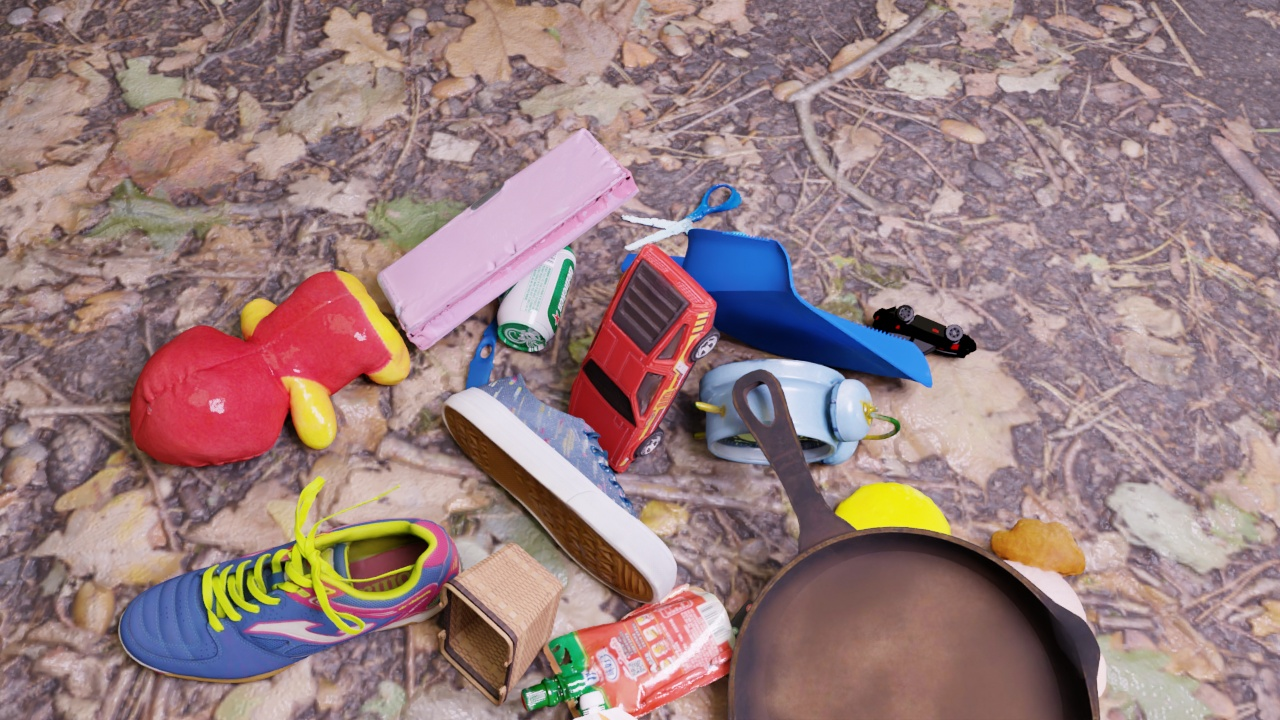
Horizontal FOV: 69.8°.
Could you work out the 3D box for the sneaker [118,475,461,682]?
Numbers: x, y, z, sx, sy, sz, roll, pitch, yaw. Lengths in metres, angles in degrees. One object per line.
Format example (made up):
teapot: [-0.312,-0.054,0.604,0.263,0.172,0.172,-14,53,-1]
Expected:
sneaker: [-0.253,0.156,0.653,0.241,0.091,0.116,-12,63,-8]

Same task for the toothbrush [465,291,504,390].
toothbrush: [-0.133,-0.015,0.804,0.021,0.016,0.132,6,59,7]

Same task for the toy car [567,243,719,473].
toy car: [-0.004,0.004,0.705,0.056,0.190,0.081,-20,57,-41]

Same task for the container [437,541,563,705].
container: [-0.096,0.181,0.639,0.063,0.114,0.061,36,51,18]

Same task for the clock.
clock: [0.121,0.043,0.721,0.162,0.118,0.060,2,70,6]

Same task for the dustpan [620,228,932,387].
dustpan: [0.081,-0.050,0.760,0.258,0.245,0.059,9,80,41]

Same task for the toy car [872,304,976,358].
toy car: [0.247,-0.020,0.807,0.092,0.042,0.036,24,86,11]

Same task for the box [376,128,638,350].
box: [-0.117,-0.108,0.792,0.233,0.046,0.098,-35,45,0]

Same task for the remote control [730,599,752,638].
remote control: [0.119,0.227,0.671,0.125,0.010,0.039,36,64,18]

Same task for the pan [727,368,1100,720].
pan: [0.150,0.168,0.623,0.249,0.043,0.355,-28,72,14]

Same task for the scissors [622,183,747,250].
scissors: [0.044,-0.138,0.888,0.133,0.015,0.103,7,63,7]

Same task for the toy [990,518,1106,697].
toy: [0.268,0.192,0.661,0.133,0.076,0.175,22,63,26]

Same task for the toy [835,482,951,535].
toy: [0.194,0.138,0.710,0.094,0.041,0.095,18,61,14]

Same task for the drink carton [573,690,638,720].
drink carton: [0.001,0.269,0.582,0.122,0.039,0.069,31,62,2]

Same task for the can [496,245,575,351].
can: [-0.091,-0.061,0.811,0.053,0.053,0.101,11,59,4]

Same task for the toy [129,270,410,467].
toy: [-0.305,0.007,0.742,0.215,0.099,0.147,-31,57,-24]

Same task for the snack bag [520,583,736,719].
snack bag: [-0.010,0.211,0.646,0.155,0.044,0.087,-16,38,-20]

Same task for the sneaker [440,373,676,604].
sneaker: [-0.052,0.086,0.709,0.235,0.088,0.079,38,58,24]
